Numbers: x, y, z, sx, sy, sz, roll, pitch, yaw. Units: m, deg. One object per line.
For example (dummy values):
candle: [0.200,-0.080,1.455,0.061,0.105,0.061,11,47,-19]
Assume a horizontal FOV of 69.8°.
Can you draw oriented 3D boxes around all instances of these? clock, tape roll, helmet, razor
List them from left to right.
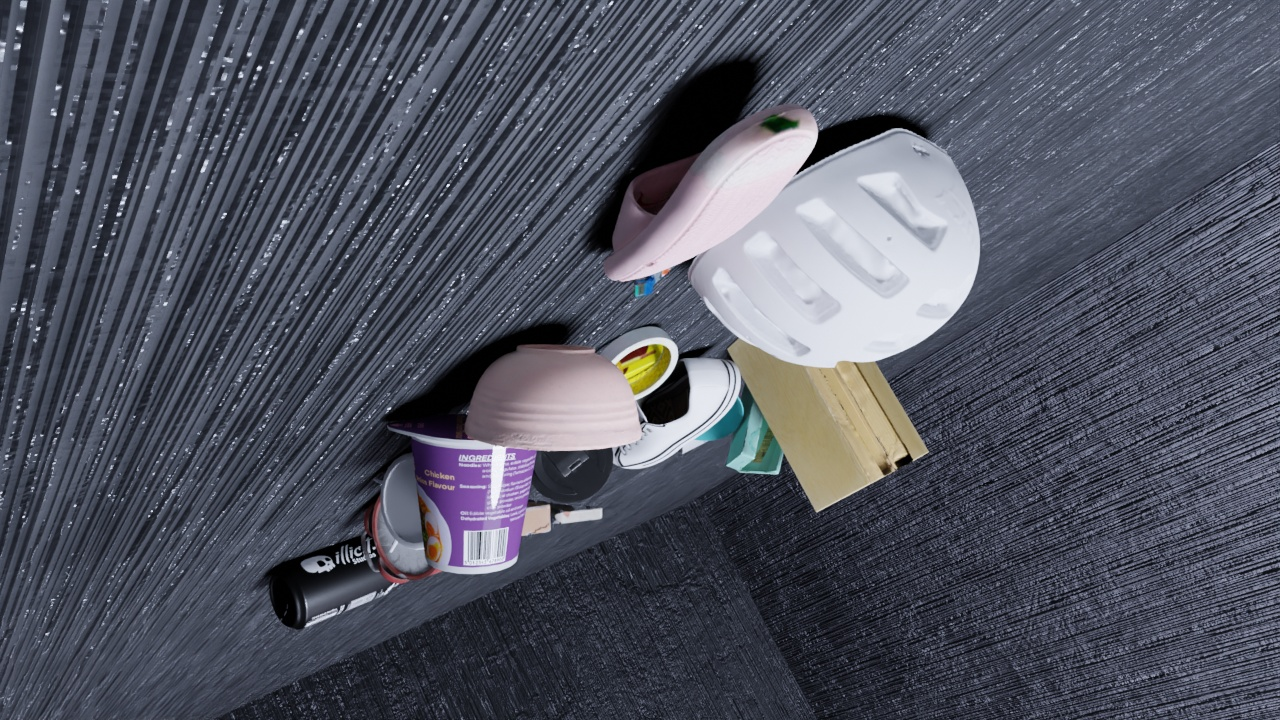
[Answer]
clock: [-0.255,0.193,1.039,0.157,0.110,0.061,-27,169,28]
clock: [-0.194,0.133,0.920,0.160,0.120,0.061,-23,166,30]
tape roll: [-0.006,0.006,0.951,0.094,0.019,0.094,-23,145,-17]
razor: [0.053,-0.095,0.760,0.141,0.018,0.044,-30,171,-6]
helmet: [0.171,-0.094,0.784,0.225,0.183,0.282,-40,148,26]

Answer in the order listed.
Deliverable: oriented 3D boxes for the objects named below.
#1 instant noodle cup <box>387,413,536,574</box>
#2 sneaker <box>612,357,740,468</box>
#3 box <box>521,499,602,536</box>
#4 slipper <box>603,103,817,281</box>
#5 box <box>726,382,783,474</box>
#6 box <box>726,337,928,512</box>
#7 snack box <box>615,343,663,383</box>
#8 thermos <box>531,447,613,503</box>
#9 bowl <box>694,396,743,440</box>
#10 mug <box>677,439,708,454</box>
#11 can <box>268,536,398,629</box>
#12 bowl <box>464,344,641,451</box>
instant noodle cup: [-0.156,0.118,0.817,0.136,0.122,0.122,2,-173,-12]
sneaker: [0.015,0.069,1.196,0.097,0.091,0.246,10,149,-39]
box: [-0.163,0.188,1.138,0.150,0.043,0.217,-6,180,-39]
slipper: [0.040,-0.107,0.596,0.106,0.055,0.222,-24,176,-24]
box: [0.184,0.072,1.304,0.080,0.188,0.078,20,154,-8]
box: [0.248,0.040,1.177,0.184,0.248,0.142,-26,168,-11]
snack box: [-0.039,0.022,1.002,0.148,0.025,0.061,-25,167,-15]
thermos: [-0.095,0.134,1.176,0.105,0.106,0.219,-26,172,-11]
bowl: [0.086,0.054,1.287,0.121,0.121,0.046,-37,-156,35]
mug: [0.079,0.079,1.382,0.096,0.083,0.120,-25,-165,-13]
can: [-0.382,0.277,1.156,0.145,0.080,0.080,-15,161,-46]
bowl: [-0.073,0.026,0.780,0.153,0.076,0.153,3,-174,0]
